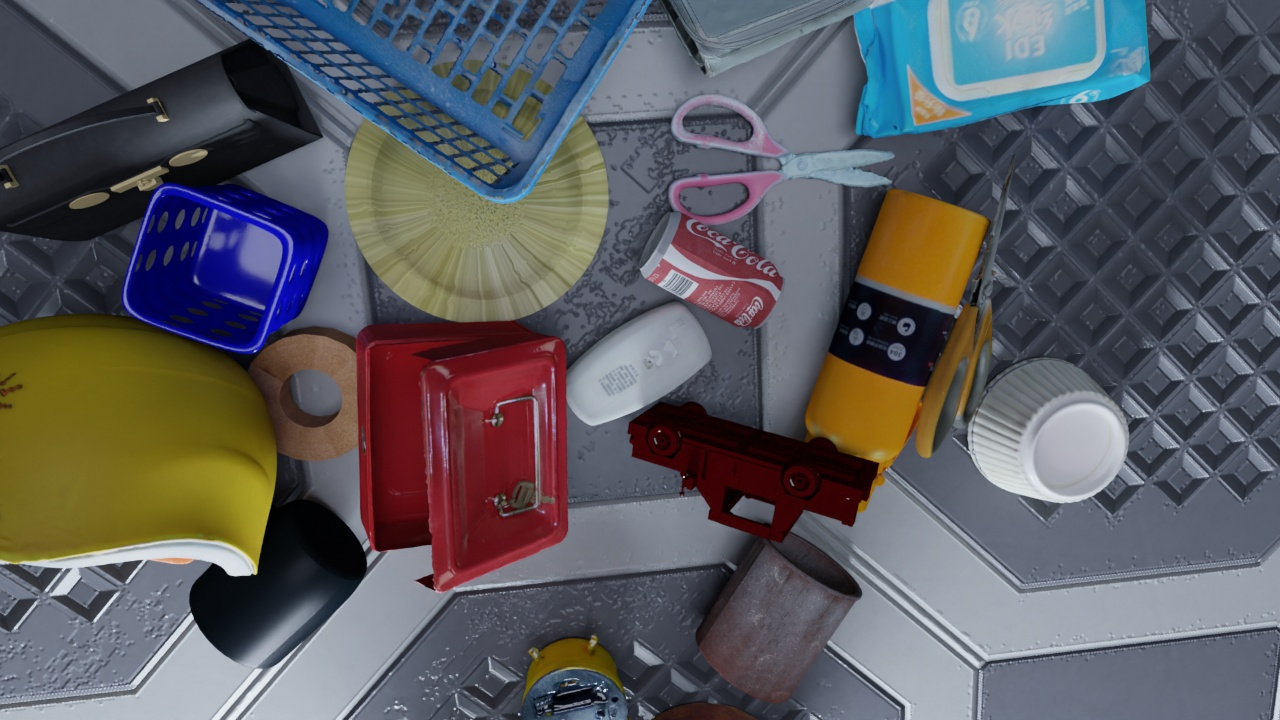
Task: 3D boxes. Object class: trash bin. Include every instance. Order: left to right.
[{"bbox_3d":[0.062,0.384,0.692,0.151,0.210,0.151,-2,104,-7],"label":"trash bin"}]

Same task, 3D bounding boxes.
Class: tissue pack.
[{"bbox_3d":[0.246,-0.226,0.635,0.209,0.066,0.117,-11,104,-2],"label":"tissue pack"}]

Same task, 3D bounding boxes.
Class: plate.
[{"bbox_3d":[-0.113,-0.112,0.636,0.184,0.036,0.184,-1,104,-6],"label":"plate"}]

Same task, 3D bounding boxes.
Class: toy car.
[{"bbox_3d":[0.077,0.080,0.657,0.170,0.070,0.062,15,110,22],"label":"toy car"}]

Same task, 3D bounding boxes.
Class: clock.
[{"bbox_3d":[-0.051,0.279,0.731,0.083,0.057,0.119,-11,105,-4],"label":"clock"}]

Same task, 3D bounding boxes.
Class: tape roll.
[{"bbox_3d":[-0.234,0.024,0.661,0.094,0.027,0.094,-1,104,-6],"label":"tape roll"}]

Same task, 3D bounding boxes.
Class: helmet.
[{"bbox_3d":[-0.339,0.039,0.575,0.240,0.209,0.139,13,81,25],"label":"helmet"}]

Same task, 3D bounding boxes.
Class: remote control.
[{"bbox_3d":[-0.004,0.004,0.682,0.114,0.028,0.060,-33,106,2],"label":"remote control"}]

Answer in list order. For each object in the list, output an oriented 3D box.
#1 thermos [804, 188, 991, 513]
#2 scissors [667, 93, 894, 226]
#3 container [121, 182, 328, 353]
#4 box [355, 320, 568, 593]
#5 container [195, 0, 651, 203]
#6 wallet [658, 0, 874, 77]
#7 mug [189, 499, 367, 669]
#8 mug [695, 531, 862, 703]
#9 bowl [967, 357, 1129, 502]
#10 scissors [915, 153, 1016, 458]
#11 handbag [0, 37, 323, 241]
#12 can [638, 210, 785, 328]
[{"bbox_3d":[0.185,-0.001,0.676,0.091,0.076,0.233,17,101,-5],"label":"thermos"},{"bbox_3d":[0.105,-0.155,0.662,0.178,0.016,0.101,-7,104,-4],"label":"scissors"},{"bbox_3d":[-0.260,-0.063,0.591,0.085,0.113,0.084,21,99,-11],"label":"container"},{"bbox_3d":[-0.126,0.055,0.642,0.136,0.127,0.157,-9,106,-43],"label":"box"},{"bbox_3d":[-0.074,-0.306,0.542,0.257,0.089,0.362,35,98,2],"label":"container"},{"bbox_3d":[0.079,-0.254,0.603,0.131,0.054,0.100,-24,79,-1],"label":"wallet"},{"bbox_3d":[-0.269,0.145,0.667,0.094,0.085,0.121,-42,76,4],"label":"mug"},{"bbox_3d":[0.116,0.200,0.723,0.122,0.096,0.110,22,108,-43],"label":"mug"},{"bbox_3d":[0.324,0.060,0.715,0.115,0.062,0.115,-1,104,-6],"label":"bowl"},{"bbox_3d":[0.247,-0.039,0.664,0.113,0.016,0.229,-19,124,-47],"label":"scissors"},{"bbox_3d":[-0.301,-0.127,0.528,0.176,0.195,0.072,-24,105,0],"label":"handbag"},{"bbox_3d":[0.052,-0.063,0.658,0.096,0.054,0.054,27,99,-12],"label":"can"}]
